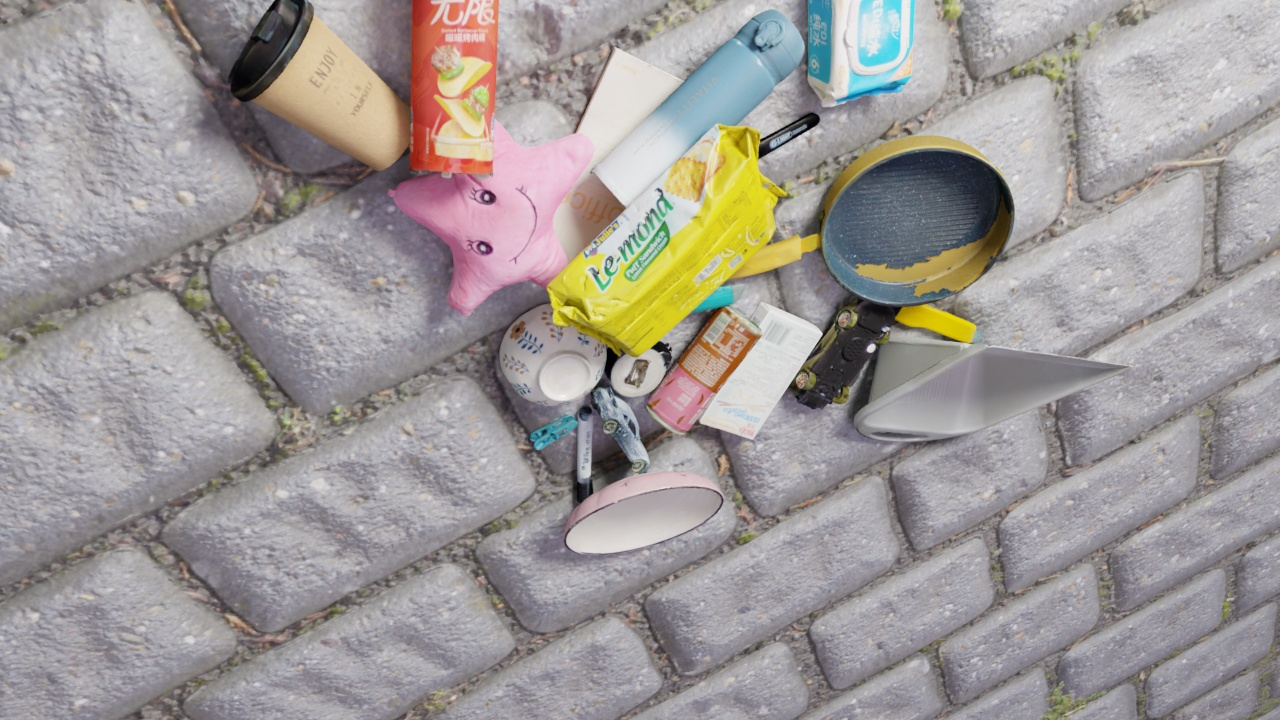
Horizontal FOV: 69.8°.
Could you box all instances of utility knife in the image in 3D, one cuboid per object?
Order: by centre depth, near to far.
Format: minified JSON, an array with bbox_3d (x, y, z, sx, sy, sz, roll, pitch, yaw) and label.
[{"bbox_3d":[0.033,-0.058,0.972,0.160,0.013,0.029,-11,136,0],"label":"utility knife"},{"bbox_3d":[0.362,-0.046,1.121,0.173,0.015,0.033,17,119,-30],"label":"utility knife"}]

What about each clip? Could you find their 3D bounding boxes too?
[{"bbox_3d":[-0.096,0.078,1.018,0.057,0.046,0.014,-28,125,-4],"label":"clip"}]

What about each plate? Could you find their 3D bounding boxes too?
[{"bbox_3d":[0.000,0.173,1.071,0.192,0.039,0.193,-13,152,-7],"label":"plate"}]

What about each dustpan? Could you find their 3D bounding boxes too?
[{"bbox_3d":[0.383,0.050,1.083,0.222,0.258,0.142,6,94,-25],"label":"dustpan"}]

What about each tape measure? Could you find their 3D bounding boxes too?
[{"bbox_3d":[-0.006,0.006,0.999,0.065,0.033,0.066,12,115,-26],"label":"tape measure"}]

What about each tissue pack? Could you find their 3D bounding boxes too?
[{"bbox_3d":[0.209,-0.314,0.862,0.090,0.063,0.140,-15,125,-12],"label":"tissue pack"}]

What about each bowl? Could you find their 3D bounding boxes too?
[{"bbox_3d":[-0.084,0.003,0.949,0.113,0.062,0.114,-10,122,-16],"label":"bowl"}]

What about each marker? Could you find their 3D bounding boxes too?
[{"bbox_3d":[0.127,-0.216,0.923,0.124,0.015,0.018,-29,130,-4],"label":"marker"},{"bbox_3d":[-0.063,0.110,1.052,0.022,0.018,0.131,-12,125,-24],"label":"marker"}]

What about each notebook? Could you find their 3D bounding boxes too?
[{"bbox_3d":[-0.009,-0.179,0.895,0.145,0.010,0.207,16,113,-30],"label":"notebook"}]

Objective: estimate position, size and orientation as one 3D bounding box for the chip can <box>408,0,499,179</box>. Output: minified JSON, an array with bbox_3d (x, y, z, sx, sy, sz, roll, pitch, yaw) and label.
[{"bbox_3d":[-0.147,-0.256,0.727,0.073,0.073,0.217,-2,108,-20],"label":"chip can"}]

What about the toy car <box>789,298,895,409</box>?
[{"bbox_3d":[0.238,-0.009,1.079,0.070,0.042,0.158,22,111,-31],"label":"toy car"}]

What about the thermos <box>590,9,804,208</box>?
[{"bbox_3d":[0.054,-0.227,0.842,0.220,0.070,0.070,-43,126,7],"label":"thermos"}]

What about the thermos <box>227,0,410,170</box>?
[{"bbox_3d":[-0.252,-0.217,0.733,0.093,0.093,0.143,-46,132,10],"label":"thermos"}]

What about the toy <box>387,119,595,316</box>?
[{"bbox_3d":[-0.140,-0.129,0.836,0.178,0.074,0.195,7,113,-15],"label":"toy"}]

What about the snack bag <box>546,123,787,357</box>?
[{"bbox_3d":[0.034,-0.102,0.873,0.246,0.068,0.158,-43,158,5],"label":"snack bag"}]

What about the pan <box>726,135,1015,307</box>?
[{"bbox_3d":[0.210,-0.125,0.970,0.358,0.078,0.198,-6,130,7],"label":"pan"}]

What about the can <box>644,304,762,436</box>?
[{"bbox_3d":[0.069,0.010,1.008,0.058,0.058,0.147,31,101,-34],"label":"can"}]

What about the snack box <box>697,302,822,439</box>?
[{"bbox_3d":[0.135,0.015,1.063,0.084,0.027,0.157,20,112,-30],"label":"snack box"}]

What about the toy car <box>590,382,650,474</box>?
[{"bbox_3d":[-0.018,0.078,1.026,0.037,0.054,0.121,-29,127,0],"label":"toy car"}]
